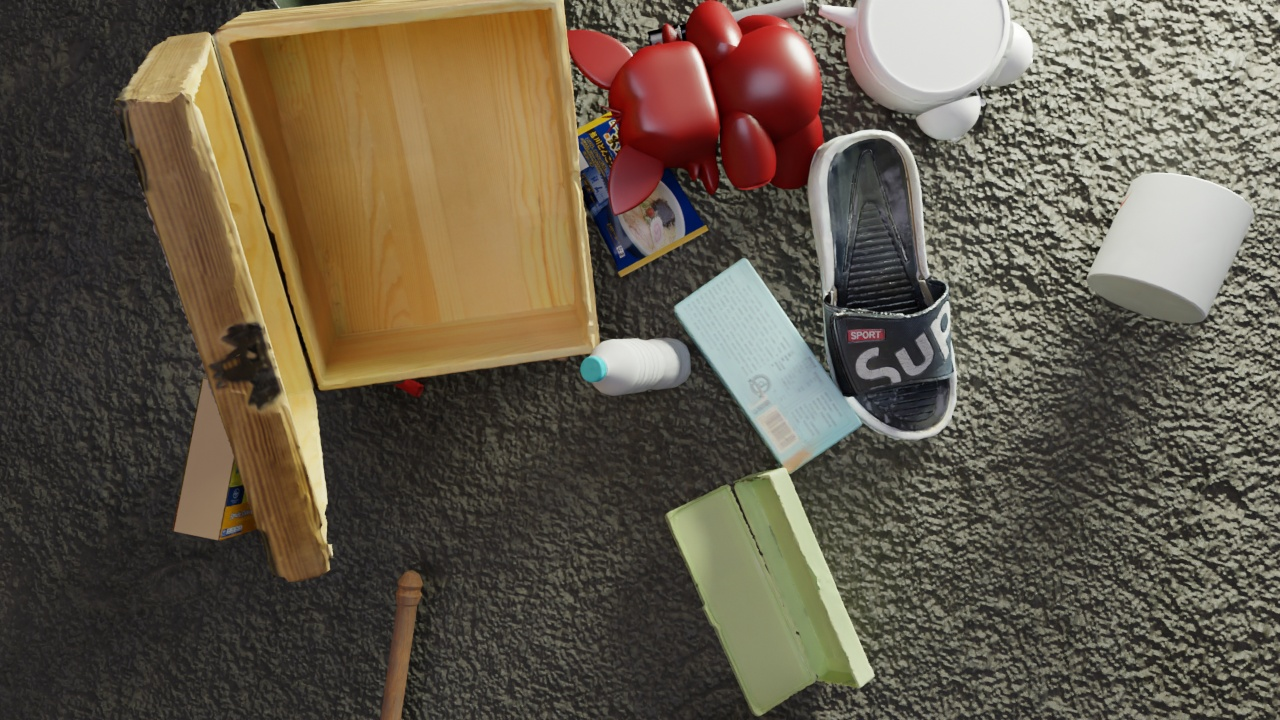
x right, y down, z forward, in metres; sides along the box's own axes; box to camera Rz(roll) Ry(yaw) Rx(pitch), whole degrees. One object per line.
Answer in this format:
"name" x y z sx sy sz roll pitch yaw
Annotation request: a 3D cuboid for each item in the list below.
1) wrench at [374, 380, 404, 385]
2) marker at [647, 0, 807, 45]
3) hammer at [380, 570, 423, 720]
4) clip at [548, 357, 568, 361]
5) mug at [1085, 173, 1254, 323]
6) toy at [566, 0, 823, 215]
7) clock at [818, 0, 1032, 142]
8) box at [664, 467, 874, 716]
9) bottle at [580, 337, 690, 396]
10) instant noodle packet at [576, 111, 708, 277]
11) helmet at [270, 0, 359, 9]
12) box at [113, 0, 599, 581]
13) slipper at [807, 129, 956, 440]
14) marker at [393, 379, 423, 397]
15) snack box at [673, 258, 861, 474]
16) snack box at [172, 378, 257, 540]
"wrench" -0.293 -0.090 0.815 0.070 0.010 0.273 -42 86 0
"marker" 0.076 -0.298 0.808 0.140 0.016 0.016 -12 87 3
"hammer" -0.215 0.335 0.772 0.163 0.083 0.317 8 89 4
"clip" -0.091 -0.012 0.807 0.061 0.026 0.049 -22 91 -4
"mug" 0.437 -0.084 0.747 0.121 0.091 0.090 26 90 -29
"toy" 0.050 -0.208 0.749 0.197 0.121 0.158 -14 89 -14
"clock" 0.240 -0.273 0.776 0.161 0.073 0.125 43 91 -3
"box" 0.109 0.191 0.756 0.097 0.082 0.188 -24 87 -24
"bottle" -0.004 0.004 0.743 0.044 0.136 0.044 1 93 29
"instant noodle packet" -0.011 -0.152 0.804 0.087 0.026 0.134 -28 86 -2
"helmet" -0.192 -0.328 0.757 0.227 0.154 0.268 -2 92 0
"box" -0.172 -0.073 0.598 0.286 0.335 0.280 -8 120 -5
"slipper" 0.201 -0.055 0.748 0.111 0.063 0.264 -11 98 -3
"marker" -0.259 -0.003 0.822 0.142 0.013 0.013 26 90 4
"snack box" 0.106 0.005 0.778 0.075 0.053 0.174 -35 88 2
"snack box" -0.346 0.082 0.787 0.040 0.088 0.126 10 89 4
